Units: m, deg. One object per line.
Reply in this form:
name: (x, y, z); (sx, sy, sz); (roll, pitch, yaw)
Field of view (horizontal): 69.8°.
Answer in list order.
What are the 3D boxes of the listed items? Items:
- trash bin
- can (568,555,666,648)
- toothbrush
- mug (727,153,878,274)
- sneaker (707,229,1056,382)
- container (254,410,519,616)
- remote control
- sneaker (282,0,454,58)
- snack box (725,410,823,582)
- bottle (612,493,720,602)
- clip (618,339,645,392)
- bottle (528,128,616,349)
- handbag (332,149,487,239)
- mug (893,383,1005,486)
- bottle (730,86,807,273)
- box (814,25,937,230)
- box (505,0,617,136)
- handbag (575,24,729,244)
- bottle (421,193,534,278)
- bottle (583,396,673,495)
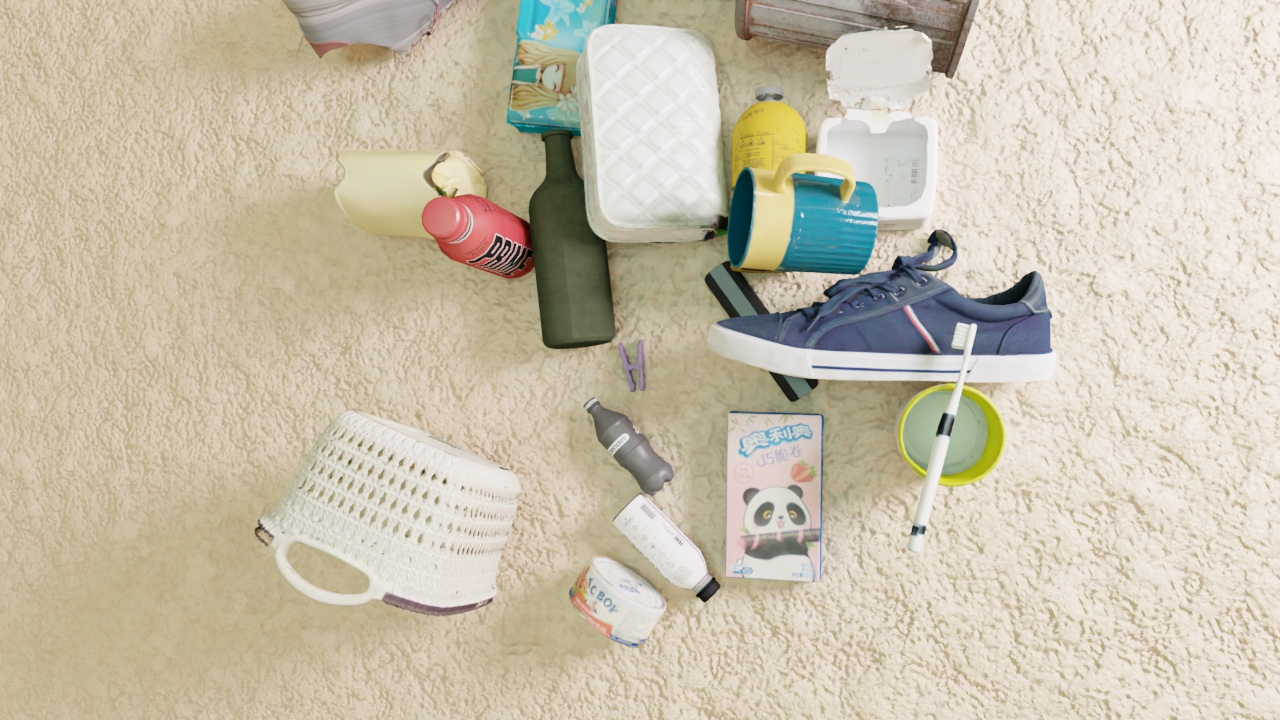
trash bin: (0.185, -0.330, 0.800); (0.211, 0.130, 0.131); (17, 92, 11)
can: (-0.021, 0.223, 0.852); (0.086, 0.086, 0.043); (34, 95, 12)
toothbrush: (0.236, 0.061, 0.726); (0.017, 0.012, 0.187); (15, 92, 26)
mug: (0.136, -0.121, 0.749); (0.107, 0.114, 0.083); (6, 57, -7)
sneaker: (0.205, -0.048, 0.793); (0.295, 0.120, 0.127); (-1, 98, 5)
container: (-0.209, 0.139, 0.826); (0.185, 0.251, 0.143); (24, 84, 11)
remote control: (0.113, -0.028, 0.865); (0.033, 0.015, 0.147); (-36, 81, 9)
sneaker: (-0.234, -0.364, 0.929); (0.236, 0.090, 0.099); (-16, 50, -6)
snack box: (0.124, 0.124, 0.849); (0.088, 0.033, 0.154); (0, 88, 12)
bottle: (0.027, 0.179, 0.865); (0.116, 0.041, 0.041); (44, 98, 10)
clip: (-0.008, 0.006, 0.894); (0.033, 0.013, 0.051); (-6, 90, 14)
bottle: (-0.069, -0.117, 0.881); (0.071, 0.071, 0.206); (-7, 87, 12)
handbag: (-0.220, -0.165, 0.897); (0.119, 0.111, 0.081); (6, 81, 12)
mug: (0.260, 0.061, 0.782); (0.083, 0.106, 0.082); (0, 89, 13)
bottle: (0.118, -0.166, 0.839); (0.071, 0.071, 0.164); (0, 88, 13)
box: (0.209, -0.203, 0.810); (0.111, 0.101, 0.189); (1, 109, 12)
box: (-0.072, -0.338, 0.904); (0.094, 0.039, 0.227); (8, 90, 13)
handbag: (0.011, -0.207, 0.854); (0.138, 0.072, 0.195); (-3, 87, -19)
bottle: (-0.147, -0.116, 0.844); (0.062, 0.176, 0.062); (0, 88, 13)
bottle: (-0.014, 0.080, 0.880); (0.036, 0.036, 0.110); (-44, 80, 8)
